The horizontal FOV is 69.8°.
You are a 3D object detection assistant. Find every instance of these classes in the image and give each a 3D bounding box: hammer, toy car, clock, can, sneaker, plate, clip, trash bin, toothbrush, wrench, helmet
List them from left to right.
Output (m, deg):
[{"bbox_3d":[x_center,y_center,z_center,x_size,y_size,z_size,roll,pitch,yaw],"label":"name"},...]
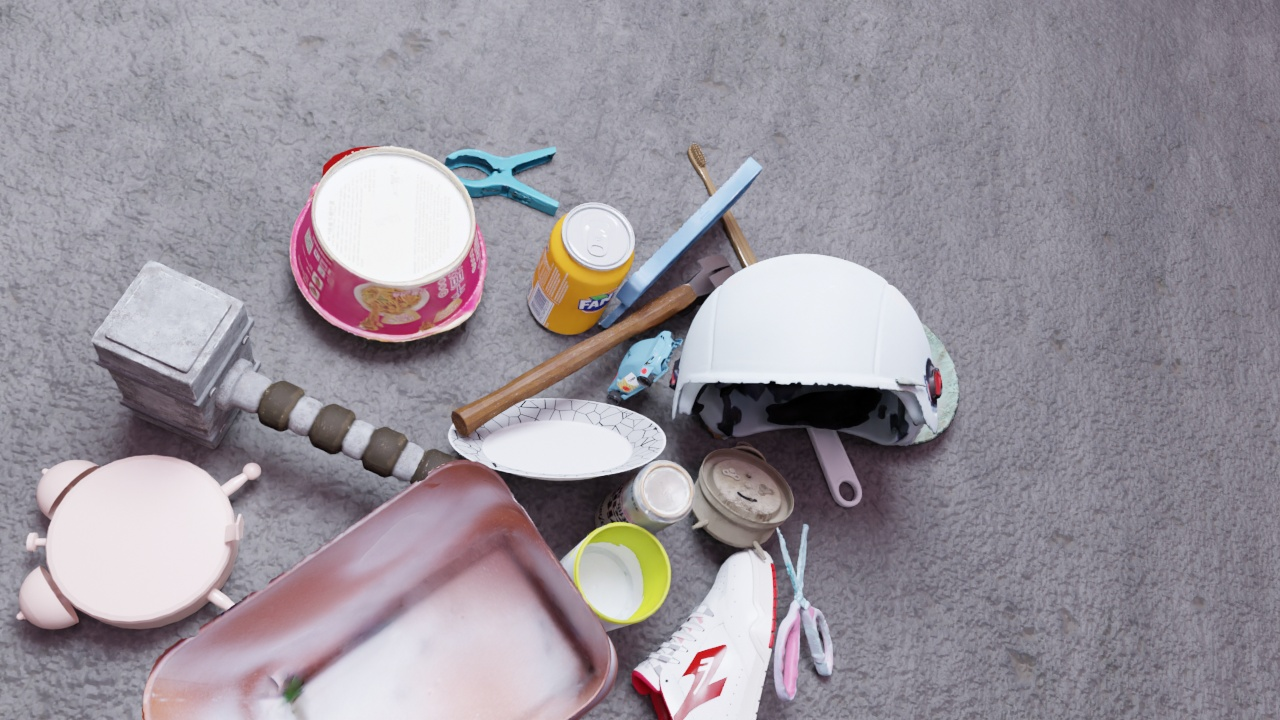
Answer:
[{"bbox_3d":[-0.390,0.139,0.717,0.160,0.086,0.131,1,69,-11],"label":"clock"},{"bbox_3d":[-0.256,0.052,0.739,0.326,0.177,0.079,26,63,-8],"label":"hammer"},{"bbox_3d":[-0.158,0.217,0.623,0.259,0.157,0.181,-35,72,-10],"label":"trash bin"},{"bbox_3d":[-0.144,-0.183,0.955,0.120,0.027,0.103,5,65,-16],"label":"clip"},{"bbox_3d":[-0.072,0.072,0.809,0.188,0.188,0.016,-2,107,-19],"label":"plate"},{"bbox_3d":[-0.058,-0.085,0.875,0.079,0.143,0.079,6,67,-16],"label":"can"},{"bbox_3d":[-0.034,-0.017,0.857,0.322,0.116,0.033,-31,86,-31],"label":"hammer"},{"bbox_3d":[-0.005,0.005,0.874,0.027,0.108,0.060,38,56,-14],"label":"toy car"},{"bbox_3d":[0.002,0.129,0.812,0.054,0.136,0.054,6,68,-17],"label":"can"},{"bbox_3d":[0.049,0.270,0.807,0.104,0.090,0.236,17,67,-2],"label":"sneaker"},{"bbox_3d":[0.092,-0.172,1.031,0.016,0.016,0.166,-19,76,-25],"label":"toothbrush"},{"bbox_3d":[0.094,0.123,0.876,0.093,0.055,0.140,24,33,-3],"label":"clock"},{"bbox_3d":[0.173,0.026,0.977,0.066,0.018,0.273,-15,75,-23],"label":"wrench"},{"bbox_3d":[0.151,-0.015,0.835,0.237,0.264,0.163,0,78,20],"label":"helmet"}]

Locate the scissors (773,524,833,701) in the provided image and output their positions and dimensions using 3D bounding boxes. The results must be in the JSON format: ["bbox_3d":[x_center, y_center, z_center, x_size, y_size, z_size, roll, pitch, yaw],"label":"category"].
[{"bbox_3d":[0.148,0.234,0.835,0.173,0.014,0.170,52,38,-42],"label":"scissors"}]

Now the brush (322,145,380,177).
[{"bbox_3d":[-0.247,-0.133,0.890,0.082,0.042,0.173,-19,76,-24],"label":"brush"}]

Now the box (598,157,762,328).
[{"bbox_3d":[0.042,-0.116,0.930,0.021,0.126,0.208,43,63,3],"label":"box"}]

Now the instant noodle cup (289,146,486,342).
[{"bbox_3d":[-0.221,-0.113,0.822,0.178,0.078,0.178,6,67,-15],"label":"instant noodle cup"}]

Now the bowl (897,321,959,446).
[{"bbox_3d":[0.267,0.022,0.996,0.157,0.039,0.157,6,67,-15],"label":"bowl"}]

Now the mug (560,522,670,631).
[{"bbox_3d":[-0.029,0.191,0.795,0.082,0.106,0.082,6,68,-16],"label":"mug"}]
